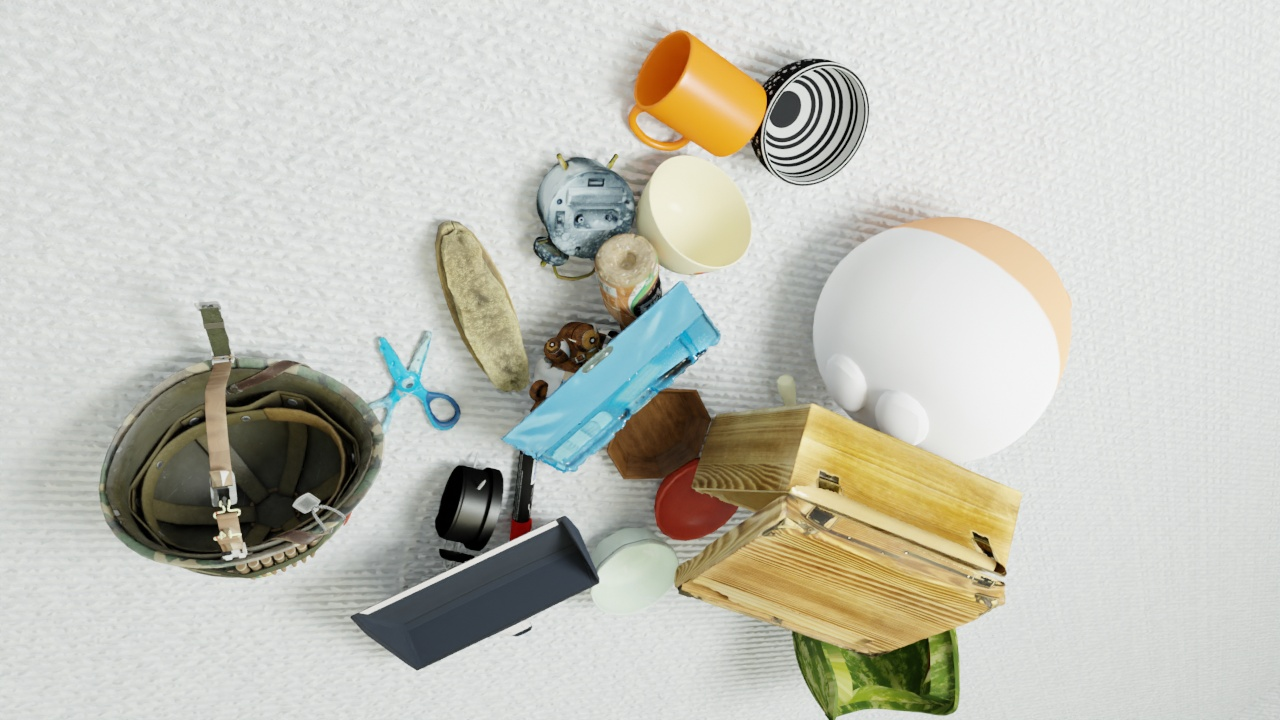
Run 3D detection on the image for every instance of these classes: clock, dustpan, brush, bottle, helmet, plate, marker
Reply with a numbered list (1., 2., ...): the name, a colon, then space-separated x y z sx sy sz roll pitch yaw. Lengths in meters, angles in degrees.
1. clock: -0.187 0.165 0.976 0.042 0.091 0.121 18 107 -23
2. dustpan: -0.164 0.274 1.036 0.236 0.080 0.273 -25 166 -6
3. brush: -0.151 -0.047 0.887 0.059 0.043 0.195 -24 127 -12
4. bottle: 0.194 0.091 1.144 0.045 0.045 0.185 -26 128 -10
5. bottle: -0.007 -0.060 0.911 0.059 0.059 0.167 -28 156 -8
6. clock: -0.055 -0.133 0.874 0.090 0.052 0.130 -4 121 -24
7. helmet: 0.313 0.356 1.251 0.213 0.247 0.243 -4 165 1
8. helmet: -0.334 0.087 0.780 0.224 0.192 0.236 -16 153 -1
9. plate: 0.017 0.080 1.062 0.131 0.025 0.131 -13 125 -19
10. marker: -0.131 0.153 1.039 0.023 0.021 0.145 -8 124 -31

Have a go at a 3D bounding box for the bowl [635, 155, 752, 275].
1. bowl: 0.040 -0.131 0.902 0.117 0.117 0.074 7 158 -30

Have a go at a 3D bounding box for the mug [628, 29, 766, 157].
1. mug: 0.043 -0.235 0.852 0.096 0.077 0.113 23 136 -35

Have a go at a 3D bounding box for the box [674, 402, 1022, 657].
1. box: 0.221 0.195 0.994 0.279 0.259 0.220 24 74 -16

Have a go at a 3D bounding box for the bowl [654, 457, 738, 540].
1. bowl: 0.068 0.165 1.135 0.121 0.035 0.122 -13 125 -19

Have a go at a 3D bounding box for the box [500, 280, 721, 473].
1. box: -0.024 0.019 0.929 0.231 0.033 0.174 -41 158 2

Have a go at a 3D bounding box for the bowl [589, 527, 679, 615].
1. bowl: -0.016 0.251 1.133 0.117 0.061 0.118 -12 124 -19

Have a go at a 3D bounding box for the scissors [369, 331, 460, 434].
1. scissors: -0.224 0.029 0.922 0.127 0.012 0.137 15 110 -32

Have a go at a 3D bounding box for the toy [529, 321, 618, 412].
1. toy: -0.075 0.010 0.949 0.087 0.067 0.112 14 102 -58

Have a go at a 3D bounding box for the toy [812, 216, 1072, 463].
1. toy: 0.334 -0.028 1.008 0.280 0.263 0.266 -37 144 -24

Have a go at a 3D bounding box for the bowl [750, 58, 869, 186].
1. bowl: 0.155 -0.239 0.901 0.120 0.066 0.120 -13 125 -19
